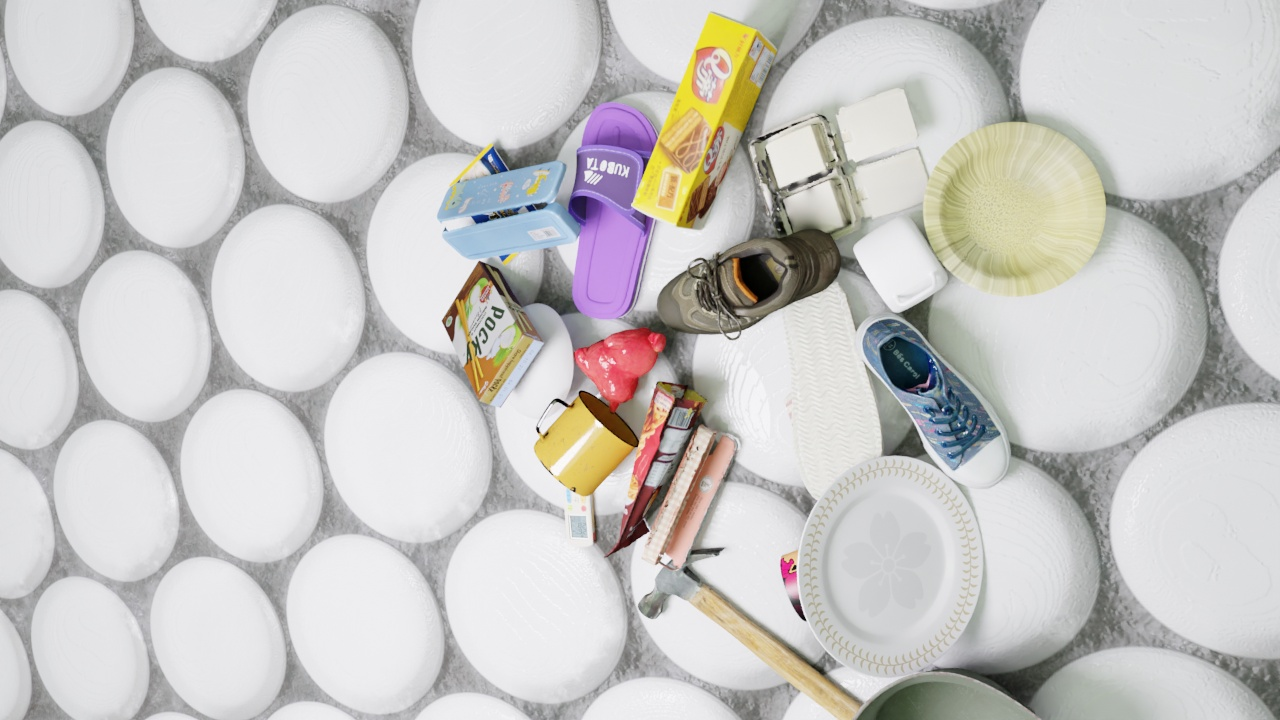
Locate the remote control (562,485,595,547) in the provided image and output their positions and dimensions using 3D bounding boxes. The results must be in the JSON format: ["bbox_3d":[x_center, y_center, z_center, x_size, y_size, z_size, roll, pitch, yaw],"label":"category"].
[{"bbox_3d":[-0.082,0.185,1.214,0.038,0.018,0.125,-1,97,20],"label":"remote control"}]

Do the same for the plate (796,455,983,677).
[{"bbox_3d":[0.278,0.227,1.019,0.242,0.016,0.242,1,87,-20],"label":"plate"}]

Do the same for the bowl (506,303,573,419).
[{"bbox_3d":[-0.147,0.002,1.169,0.150,0.043,0.149,2,93,47],"label":"bowl"}]

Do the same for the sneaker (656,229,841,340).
[{"bbox_3d":[0.097,-0.074,1.037,0.239,0.142,0.101,-20,90,37],"label":"sneaker"}]

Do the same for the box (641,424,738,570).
[{"bbox_3d":[0.059,0.171,1.128,0.071,0.056,0.187,22,95,-11],"label":"box"}]

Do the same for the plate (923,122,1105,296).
[{"bbox_3d":[0.394,-0.158,0.981,0.184,0.036,0.184,0,88,6],"label":"plate"}]

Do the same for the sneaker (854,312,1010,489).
[{"bbox_3d":[0.327,0.045,0.999,0.087,0.079,0.235,-39,95,6],"label":"sneaker"}]

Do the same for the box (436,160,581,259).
[{"bbox_3d":[-0.160,-0.184,1.145,0.209,0.073,0.085,-2,65,38],"label":"box"}]

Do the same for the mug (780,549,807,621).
[{"bbox_3d":[0.230,0.267,1.067,0.098,0.082,0.117,-25,57,20],"label":"mug"}]

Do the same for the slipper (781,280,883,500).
[{"bbox_3d":[0.219,0.035,1.072,0.115,0.052,0.262,-10,82,24],"label":"slipper"}]

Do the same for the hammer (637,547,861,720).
[{"bbox_3d":[0.161,0.358,1.141,0.330,0.033,0.132,36,105,12],"label":"hammer"}]

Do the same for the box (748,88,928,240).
[{"bbox_3d":[0.227,-0.213,1.042,0.188,0.057,0.144,-16,92,24],"label":"box"}]

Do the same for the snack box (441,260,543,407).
[{"bbox_3d":[-0.191,-0.037,1.163,0.101,0.031,0.186,-55,41,17],"label":"snack box"}]

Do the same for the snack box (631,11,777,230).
[{"bbox_3d":[0.075,-0.268,1.055,0.062,0.109,0.230,27,104,16],"label":"snack box"}]

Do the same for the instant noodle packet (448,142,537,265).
[{"bbox_3d":[-0.186,-0.204,1.201,0.087,0.026,0.134,-38,83,24],"label":"instant noodle packet"}]

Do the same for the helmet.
[{"bbox_3d":[0.364,0.446,1.011,0.268,0.153,0.227,47,107,13],"label":"helmet"}]

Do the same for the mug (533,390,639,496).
[{"bbox_3d":[-0.078,0.099,1.139,0.123,0.100,0.094,38,100,-27],"label":"mug"}]

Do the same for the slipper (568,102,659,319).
[{"bbox_3d":[-0.041,-0.181,1.121,0.107,0.084,0.266,11,100,18],"label":"slipper"}]

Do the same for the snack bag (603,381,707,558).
[{"bbox_3d":[0.019,0.133,1.112,0.067,0.138,0.208,19,99,11],"label":"snack bag"}]

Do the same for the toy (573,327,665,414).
[{"bbox_3d":[-0.007,0.007,1.131,0.133,0.087,0.094,-21,89,41],"label":"toy"}]

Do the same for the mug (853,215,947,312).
[{"bbox_3d":[0.287,-0.100,0.998,0.068,0.115,0.094,-33,122,20],"label":"mug"}]
